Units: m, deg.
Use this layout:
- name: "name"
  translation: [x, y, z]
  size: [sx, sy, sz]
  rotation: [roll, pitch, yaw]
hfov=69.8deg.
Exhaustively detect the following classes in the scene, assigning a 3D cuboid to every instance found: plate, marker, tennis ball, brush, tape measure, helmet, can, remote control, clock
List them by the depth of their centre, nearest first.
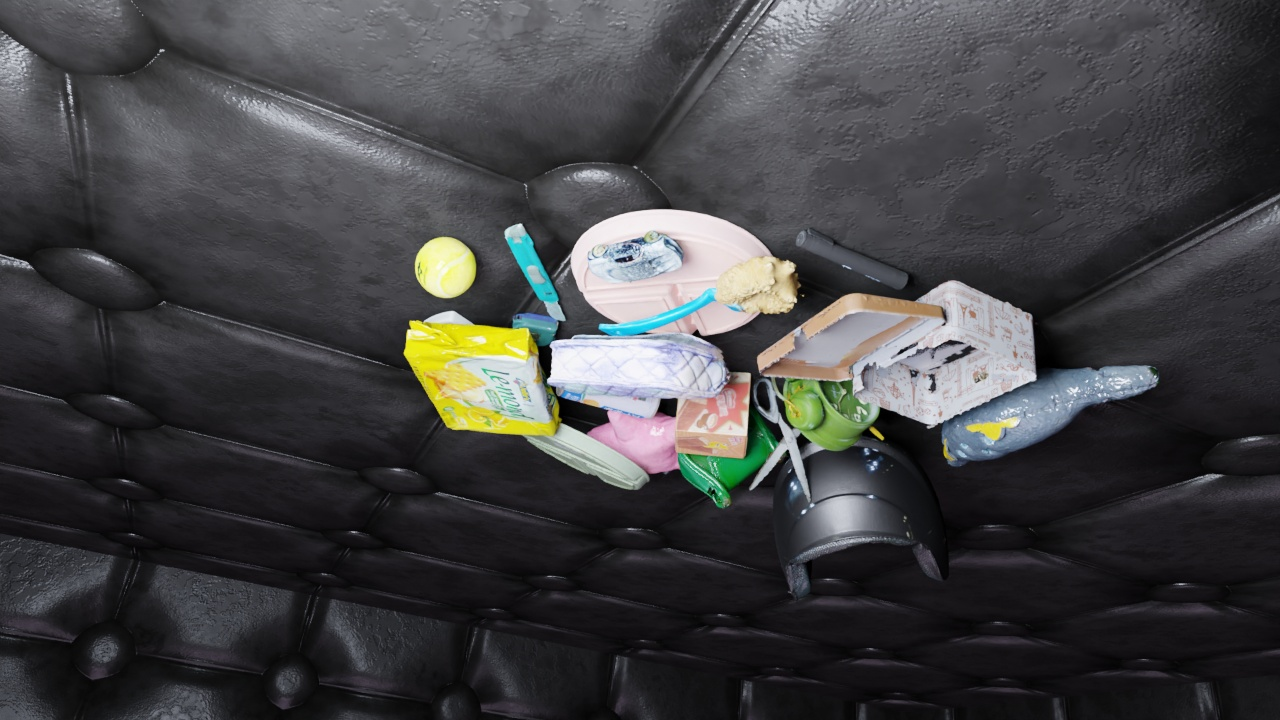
- name: "marker"
  translation: [0.220, -0.104, 0.946]
  size: [0.132, 0.020, 0.022]
  rotation: [20, 128, -20]
- name: "brush"
  translation: [0.059, -0.057, 0.984]
  size: [0.255, 0.045, 0.083]
  rotation: [-15, 153, 35]
- name: "tennis ball"
  translation: [-0.212, -0.101, 1.001]
  size: [0.065, 0.065, 0.066]
  rotation: [6, 152, 3]
- name: "plate"
  translation: [0.036, -0.087, 1.013]
  size: [0.229, 0.028, 0.230]
  rotation: [6, 152, 3]
- name: "clock"
  translation: [0.224, 0.043, 1.125]
  size: [0.161, 0.116, 0.056]
  rotation: [17, 140, -25]
- name: "tape measure"
  translation: [-0.132, -0.037, 1.148]
  size: [0.058, 0.025, 0.055]
  rotation: [11, 151, -5]
- name: "remote control"
  translation: [-0.215, -0.019, 1.204]
  size: [0.058, 0.021, 0.150]
  rotation: [-15, 145, 33]
- name: "can"
  translation: [-0.042, 0.039, 1.240]
  size: [0.134, 0.053, 0.053]
  rotation: [16, 151, -17]
- name: "helmet"
  translation: [0.306, 0.214, 1.309]
  size: [0.234, 0.230, 0.274]
  rotation: [-11, 171, 18]
- name: "plate"
  translation: [-0.094, 0.138, 1.377]
  size: [0.230, 0.027, 0.230]
  rotation: [24, 166, 6]

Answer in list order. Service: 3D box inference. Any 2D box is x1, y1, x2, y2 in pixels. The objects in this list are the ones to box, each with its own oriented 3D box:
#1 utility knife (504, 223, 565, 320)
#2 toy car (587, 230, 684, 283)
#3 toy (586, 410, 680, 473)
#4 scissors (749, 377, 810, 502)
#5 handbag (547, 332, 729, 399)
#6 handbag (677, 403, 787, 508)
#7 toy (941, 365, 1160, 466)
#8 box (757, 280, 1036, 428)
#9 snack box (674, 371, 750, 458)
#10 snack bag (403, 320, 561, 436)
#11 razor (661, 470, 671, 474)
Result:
- name: "utility knife"
  translation: [-0.117, -0.095, 1.047]
  size: [0.029, 0.013, 0.193]
  rotation: [0, 151, 13]
- name: "toy car"
  translation: [-0.007, -0.101, 0.934]
  size: [0.106, 0.031, 0.049]
  rotation: [-9, 147, 30]
- name: "toy"
  translation: [-0.004, 0.116, 1.356]
  size: [0.179, 0.074, 0.195]
  rotation: [1, 148, 16]
- name: "scissors"
  translation: [0.193, 0.100, 1.212]
  size: [0.159, 0.176, 0.014]
  rotation: [42, 164, -4]
- name: "handbag"
  translation: [-0.006, 0.006, 1.106]
  size: [0.194, 0.075, 0.134]
  rotation: [2, 172, 33]
- name: "handbag"
  translation: [0.122, 0.126, 1.272]
  size: [0.120, 0.131, 0.068]
  rotation: [45, 163, 27]
- name: "toy"
  translation: [0.467, 0.072, 1.148]
  size: [0.137, 0.091, 0.357]
  rotation: [5, 157, -23]
- name: "box"
  translation: [0.281, -0.018, 1.018]
  size: [0.262, 0.088, 0.178]
  rotation: [18, 150, -20]
- name: "snack box"
  translation: [0.097, 0.070, 1.224]
  size: [0.094, 0.092, 0.077]
  rotation: [4, 152, 6]
- name: "snack bag"
  translation: [-0.195, 0.021, 1.178]
  size: [0.158, 0.068, 0.247]
  rotation: [3, 152, 7]
- name: "razor"
  translation: [0.062, 0.157, 1.471]
  size: [0.042, 0.022, 0.143]
  rotation: [37, 152, 0]
